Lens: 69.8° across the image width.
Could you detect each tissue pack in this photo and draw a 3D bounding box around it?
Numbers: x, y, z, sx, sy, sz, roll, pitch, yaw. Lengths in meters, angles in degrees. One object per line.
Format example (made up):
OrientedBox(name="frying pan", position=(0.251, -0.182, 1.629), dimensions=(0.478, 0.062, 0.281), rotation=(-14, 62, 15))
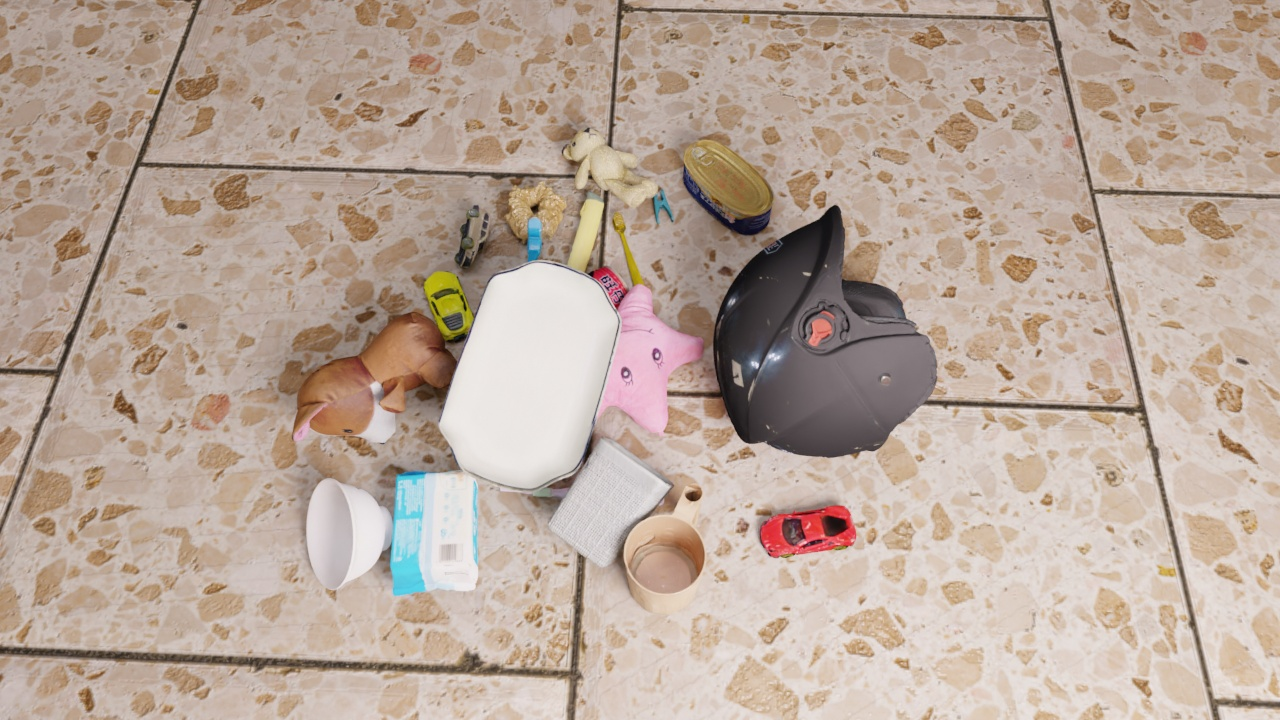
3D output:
OrientedBox(name="tissue pack", position=(-0.225, 0.186, 1.012), dimensions=(0.090, 0.063, 0.139), rotation=(-3, 63, -3))

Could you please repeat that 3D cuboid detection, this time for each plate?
OrientedBox(name="plate", position=(-0.119, 0.016, 1.011), dimensions=(0.162, 0.034, 0.265), rotation=(18, 69, -8))

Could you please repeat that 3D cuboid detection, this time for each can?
OrientedBox(name="can", position=(0.117, -0.234, 1.238), dimensions=(0.074, 0.049, 0.148), rotation=(-38, 68, -18))
OrientedBox(name="can", position=(-0.064, -0.069, 1.143), dimensions=(0.093, 0.067, 0.066), rotation=(-36, 68, -17))

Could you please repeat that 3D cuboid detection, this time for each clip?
OrientedBox(name="clip", position=(0.028, -0.209, 1.247), dimensions=(0.040, 0.014, 0.056), rotation=(-11, 62, -6))

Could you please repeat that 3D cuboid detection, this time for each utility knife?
OrientedBox(name="utility knife", position=(-0.082, -0.138, 1.207), dimensions=(0.031, 0.021, 0.206), rotation=(10, 60, 10))

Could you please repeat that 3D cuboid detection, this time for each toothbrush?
OrientedBox(name="toothbrush", position=(-0.007, -0.116, 1.195), dimensions=(0.015, 0.017, 0.190), rotation=(-14, 63, -6))
OrientedBox(name="toothbrush", position=(-0.067, 0.151, 1.055), dimensions=(0.189, 0.029, 0.021), rotation=(6, 103, 2))

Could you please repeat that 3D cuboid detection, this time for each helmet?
OrientedBox(name="helmet", position=(0.191, -0.023, 1.014), dimensions=(0.230, 0.233, 0.275), rotation=(-15, 103, 9))

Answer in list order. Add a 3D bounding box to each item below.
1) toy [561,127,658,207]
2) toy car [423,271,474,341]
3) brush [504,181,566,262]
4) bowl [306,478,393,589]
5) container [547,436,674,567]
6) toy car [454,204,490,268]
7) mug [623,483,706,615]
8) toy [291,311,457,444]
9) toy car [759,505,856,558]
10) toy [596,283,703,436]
OrientedBox(name="toy", position=(-0.040, -0.261, 1.245), dimensions=(0.105, 0.066, 0.157), rotation=(-34, 60, -22))
OrientedBox(name="toy car", position=(-0.245, -0.074, 1.168), dimensions=(0.048, 0.032, 0.105), rotation=(-21, 62, -10))
OrientedBox(name="brush", position=(-0.142, -0.133, 1.184), dimensions=(0.083, 0.046, 0.254), rotation=(2, 56, -2))
OrientedBox(name="bowl", position=(-0.311, 0.186, 1.004), dimensions=(0.064, 0.119, 0.118), rotation=(2, 54, -42))
OrientedBox(name="container", position=(-0.034, 0.155, 0.997), dimensions=(0.090, 0.090, 0.114), rotation=(35, 88, 10))
OrientedBox(name="toy car", position=(-0.220, -0.161, 1.207), dimensions=(0.035, 0.042, 0.090), rotation=(17, 55, -16))
OrientedBox(name="mug", position=(0.033, 0.203, 0.978), dimensions=(0.084, 0.104, 0.124), rotation=(22, 64, 11))
OrientedBox(name="toy", position=(-0.311, 0.032, 1.071), dimensions=(0.199, 0.140, 0.130), rotation=(-25, 100, -10))
OrientedBox(name="toy car", position=(0.187, 0.191, 1.025), dimensions=(0.106, 0.031, 0.049), rotation=(-8, 61, -2))
OrientedBox(name="toy", position=(-0.007, 0.006, 1.099), dimensions=(0.194, 0.075, 0.178), rotation=(-25, 86, -23))
